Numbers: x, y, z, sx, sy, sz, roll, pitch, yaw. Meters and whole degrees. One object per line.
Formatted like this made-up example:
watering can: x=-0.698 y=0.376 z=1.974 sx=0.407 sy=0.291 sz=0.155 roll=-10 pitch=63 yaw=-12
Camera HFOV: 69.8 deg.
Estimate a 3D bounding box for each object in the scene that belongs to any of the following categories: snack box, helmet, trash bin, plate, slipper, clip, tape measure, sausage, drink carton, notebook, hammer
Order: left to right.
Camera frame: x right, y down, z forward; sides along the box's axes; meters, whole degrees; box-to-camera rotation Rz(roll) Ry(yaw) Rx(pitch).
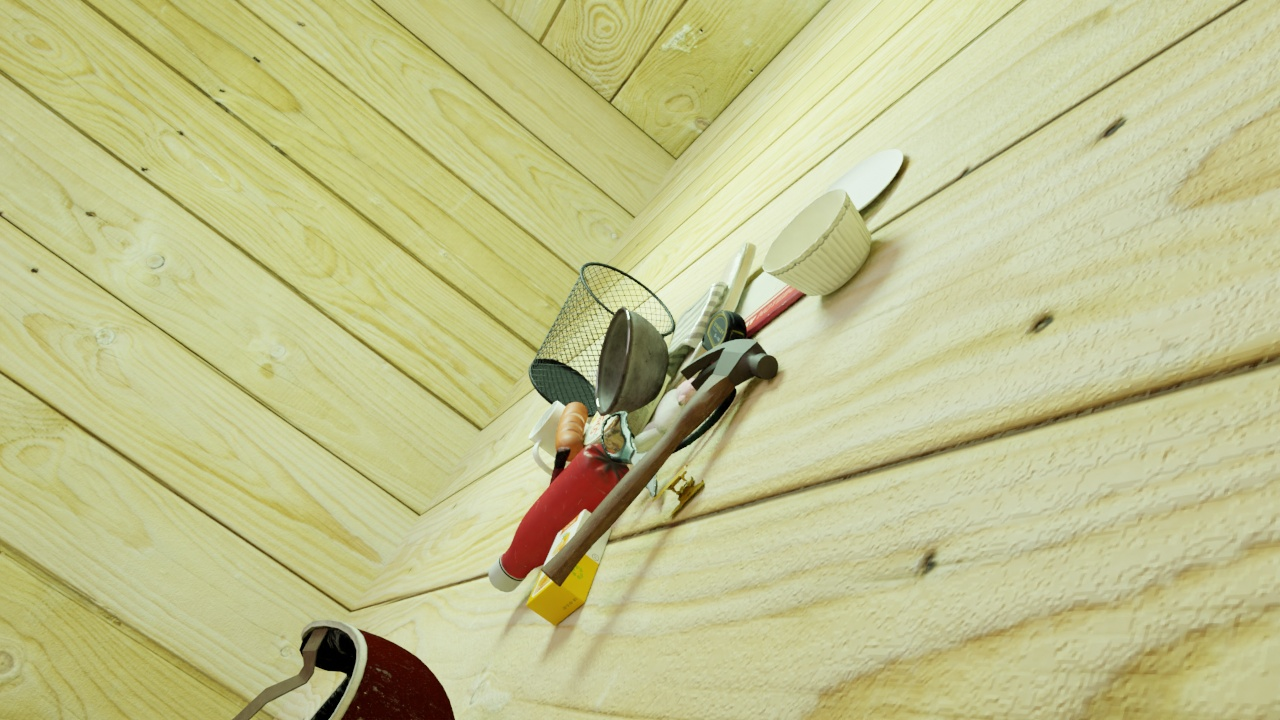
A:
helmet: x=-0.313 y=0.384 z=0.905 sx=0.234 sy=0.253 sz=0.232 roll=-17 pitch=33 yaw=28
sausage: x=-0.099 y=0.103 z=1.316 sx=0.044 sy=0.039 sz=0.164 roll=-53 pitch=11 yaw=14
drink carton: x=-0.077 y=0.228 z=1.027 sx=0.059 sy=0.040 sz=0.122 roll=-45 pitch=12 yaw=33
trash bin: x=-0.076 y=-0.027 z=1.552 sx=0.211 sy=0.184 sz=0.183 roll=-53 pitch=9 yaw=25
snack box: x=-0.026 y=0.078 z=1.314 sx=0.147 sy=0.041 sz=0.142 roll=-38 pitch=18 yaw=52
hammer: x=0.016 y=0.099 z=0.942 sx=0.322 sy=0.033 sz=0.115 roll=-48 pitch=22 yaw=-16
clip: x=0.038 y=0.125 z=0.917 sx=0.054 sy=0.046 sz=0.048 roll=-50 pitch=35 yaw=20
slipper: x=0.092 y=-0.065 z=1.237 sx=0.115 sy=0.054 sz=0.271 roll=-44 pitch=13 yaw=54
tape measure: x=0.103 y=-0.029 z=1.100 sx=0.061 sy=0.034 sz=0.061 roll=-63 pitch=27 yaw=22
notebook: x=0.170 y=-0.092 z=1.129 sx=0.209 sy=0.012 sz=0.152 roll=-42 pitch=15 yaw=46
plate: x=0.254 y=-0.198 z=1.082 sx=0.135 sy=0.011 sz=0.134 roll=-39 pitch=19 yaw=16

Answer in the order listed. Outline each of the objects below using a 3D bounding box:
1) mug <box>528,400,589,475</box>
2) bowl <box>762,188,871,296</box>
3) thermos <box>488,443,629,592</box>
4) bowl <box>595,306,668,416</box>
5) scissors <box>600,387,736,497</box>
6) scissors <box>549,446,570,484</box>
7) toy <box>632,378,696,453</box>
mug: x=-0.123 y=0.131 z=1.417 sx=0.074 sy=0.090 sz=0.110 roll=-41 pitch=14 yaw=45
bowl: x=0.191 y=-0.116 z=0.960 sx=0.115 sy=0.062 sz=0.115 roll=-45 pitch=15 yaw=16
thermos: x=-0.110 y=0.206 z=1.151 sx=0.240 sy=0.073 sz=0.073 roll=-48 pitch=11 yaw=20
bowl: x=-0.007 y=0.007 z=1.204 sx=0.145 sy=0.067 sz=0.145 roll=-169 pitch=91 yaw=-75
scissors: x=0.022 y=0.080 z=1.044 sx=0.205 sy=0.015 sz=0.201 roll=-41 pitch=29 yaw=9
scissors: x=-0.089 y=0.171 z=1.200 sx=0.179 sy=0.015 sz=0.199 roll=-23 pitch=-39 yaw=-15
toy: x=0.034 y=0.067 z=1.106 sx=0.123 sy=0.038 sz=0.079 roll=-50 pitch=2 yaw=23
